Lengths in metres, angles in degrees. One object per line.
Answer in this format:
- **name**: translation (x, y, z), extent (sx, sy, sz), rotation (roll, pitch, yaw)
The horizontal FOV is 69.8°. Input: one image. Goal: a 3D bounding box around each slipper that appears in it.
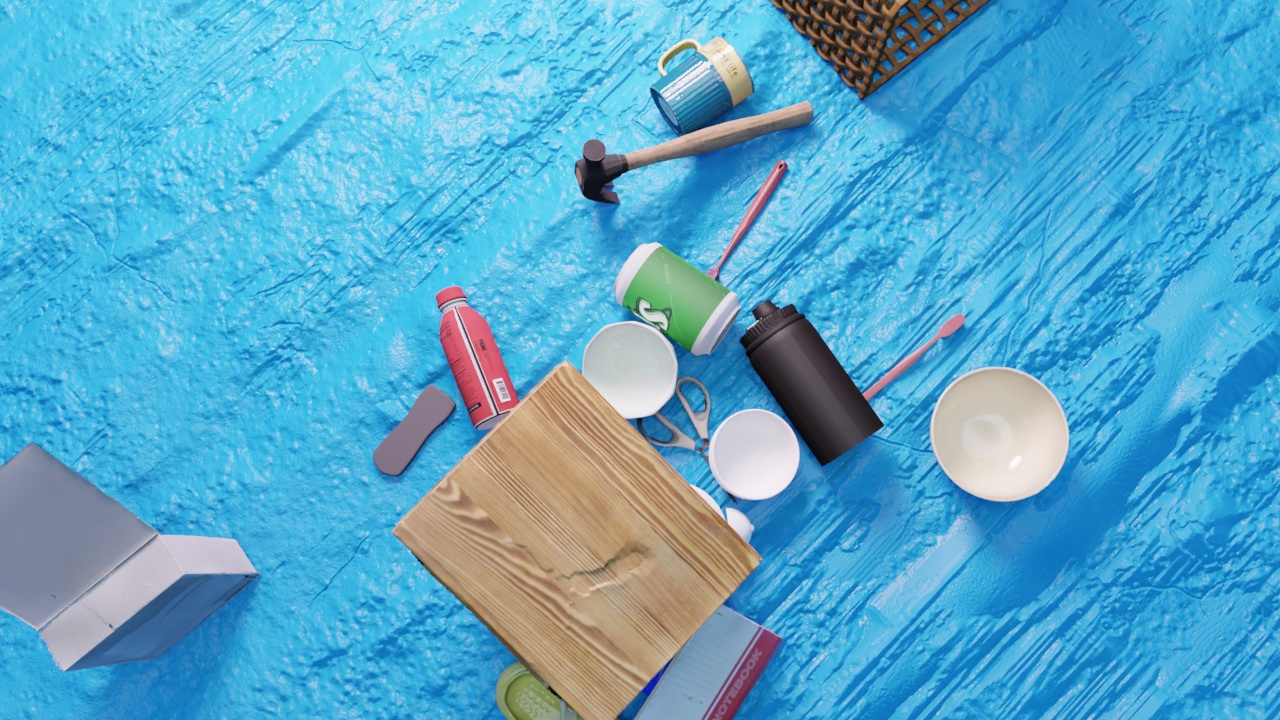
- **slipper**: translation (-0.087, 0.416, 1.037), extent (0.190, 0.081, 0.091), rotation (39, 83, 12)

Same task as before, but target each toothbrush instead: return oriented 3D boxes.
- **toothbrush**: translation (0.131, -0.171, 1.147), extent (0.016, 0.016, 0.189), rotation (32, 84, 9)
- **toothbrush**: translation (0.318, 0.006, 1.109), extent (0.184, 0.015, 0.015), rotation (-40, 80, 0)

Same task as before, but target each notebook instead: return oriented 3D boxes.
- **notebook**: translation (0.064, 0.374, 1.013), extent (0.012, 0.153, 0.208), rotation (28, 82, 49)

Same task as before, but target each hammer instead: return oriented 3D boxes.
- **hammer**: translation (0.068, -0.265, 1.131), extent (0.305, 0.132, 0.040), rotation (-18, 80, -11)

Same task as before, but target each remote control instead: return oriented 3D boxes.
- **remote control**: translation (-0.282, 0.089, 1.138), extent (0.046, 0.009, 0.124), rotation (38, 85, 9)

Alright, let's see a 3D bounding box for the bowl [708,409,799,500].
- **bowl**: translation (0.130, 0.112, 1.079), extent (0.105, 0.054, 0.104), rotation (1, 80, -7)

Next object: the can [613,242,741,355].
- **can**: translation (0.044, -0.074, 1.102), extent (0.140, 0.088, 0.087), rotation (34, 84, 9)

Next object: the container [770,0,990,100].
- **container**: translation (0.305, -0.506, 1.086), extent (0.251, 0.219, 0.214), rotation (-38, 80, -3)

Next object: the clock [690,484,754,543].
- **clock**: translation (0.041, 0.205, 1.064), extent (0.161, 0.073, 0.125), rotation (23, 83, 7)

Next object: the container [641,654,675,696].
- **container**: translation (0.035, 0.324, 1.034), extent (0.058, 0.096, 0.114), rotation (19, 79, 38)

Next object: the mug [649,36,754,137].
- **mug**: translation (0.068, -0.350, 1.153), extent (0.107, 0.083, 0.113), rotation (-36, 68, 1)

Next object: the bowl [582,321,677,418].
- **bowl**: translation (-0.007, 0.006, 1.098), extent (0.117, 0.061, 0.117), rotation (3, 103, 15)

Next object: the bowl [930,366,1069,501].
- **bowl**: translation (0.402, 0.087, 1.056), extent (0.151, 0.075, 0.150), rotation (-1, 80, 4)

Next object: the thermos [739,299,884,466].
- **thermos**: translation (0.191, 0.018, 1.077), extent (0.086, 0.086, 0.198), rotation (-33, 80, -2)

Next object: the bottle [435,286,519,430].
- **bottle**: translation (-0.204, -0.006, 1.122), extent (0.062, 0.062, 0.176), rotation (-23, 80, 0)

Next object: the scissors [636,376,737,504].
- **scissors**: translation (0.074, 0.092, 1.111), extent (0.163, 0.012, 0.154), rotation (13, 83, 5)

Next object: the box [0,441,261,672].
- **box**: translation (-0.606, 0.200, 0.930), extent (0.166, 0.479, 0.119), rotation (-39, 54, -4)

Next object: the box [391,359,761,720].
- **box**: translation (-0.069, 0.184, 0.923), extent (0.244, 0.168, 0.279), rotation (-45, 96, -11)
